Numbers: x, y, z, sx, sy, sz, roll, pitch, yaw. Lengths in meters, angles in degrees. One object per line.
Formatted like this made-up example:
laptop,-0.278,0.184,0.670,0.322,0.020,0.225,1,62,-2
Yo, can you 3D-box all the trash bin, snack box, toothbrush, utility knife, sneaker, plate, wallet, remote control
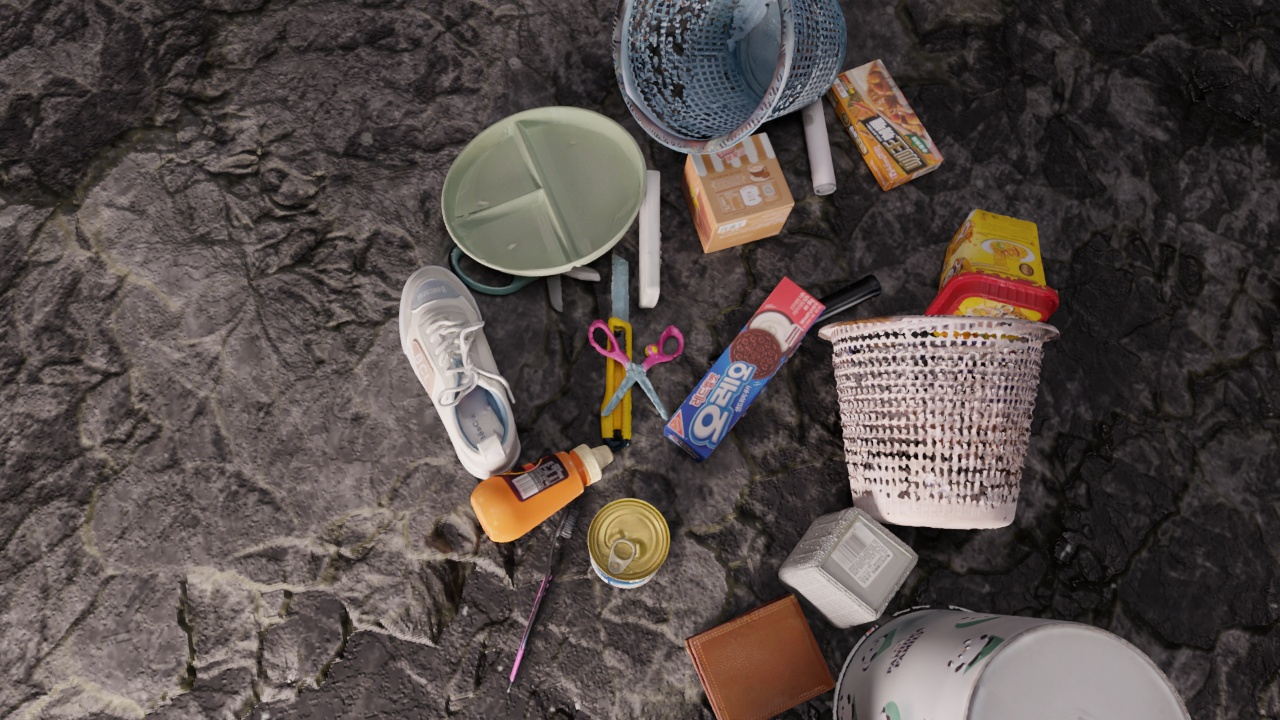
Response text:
trash bin,0.313,0.324,0.791,0.229,0.252,0.229,1,73,-4
snack box,0.108,0.011,0.961,0.058,0.057,0.207,38,83,4
toothbrush,0.170,-0.040,1.014,0.212,0.026,0.027,-26,112,-9
trash bin,0.289,0.063,0.906,0.227,0.227,0.192,2,85,-4
utility knife,-0.025,-0.011,0.995,0.033,0.015,0.230,2,72,-6
snack box,0.106,-0.186,1.027,0.092,0.077,0.094,-16,75,-9
sneaker,-0.190,0.003,0.940,0.089,0.091,0.242,-21,75,-11
toothbrush,-0.098,0.236,0.915,0.018,0.014,0.189,21,73,-10
trash bin,0.116,-0.345,0.999,0.194,0.227,0.226,-19,71,-47
toothbrush,0.205,-0.302,1.096,0.027,0.026,0.220,-15,70,31
plate,-0.105,-0.187,1.012,0.230,0.027,0.229,-3,62,6
wallet,0.118,0.298,0.903,0.124,0.032,0.101,-21,78,-10
remote control,0.011,-0.134,1.014,0.021,0.058,0.150,3,73,-6
snack box,0.289,-0.282,1.097,0.075,0.026,0.153,-24,76,-10

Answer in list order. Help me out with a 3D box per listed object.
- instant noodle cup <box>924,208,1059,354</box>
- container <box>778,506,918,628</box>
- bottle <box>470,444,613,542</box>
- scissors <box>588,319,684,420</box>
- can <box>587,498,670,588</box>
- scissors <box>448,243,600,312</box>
instant noodle cup,0.383,-0.089,1.005,0.116,0.116,0.123,14,61,0
container,0.202,0.201,0.893,0.090,0.114,0.090,38,74,7
bottle,-0.094,0.125,0.926,0.149,0.067,0.066,-26,76,-19
scissors,-0.007,0.005,0.979,0.136,0.017,0.133,42,67,-11
can,-0.012,0.179,0.887,0.075,0.111,0.075,1,72,-2
scissors,-0.126,-0.137,1.027,0.175,0.019,0.169,5,71,-1
